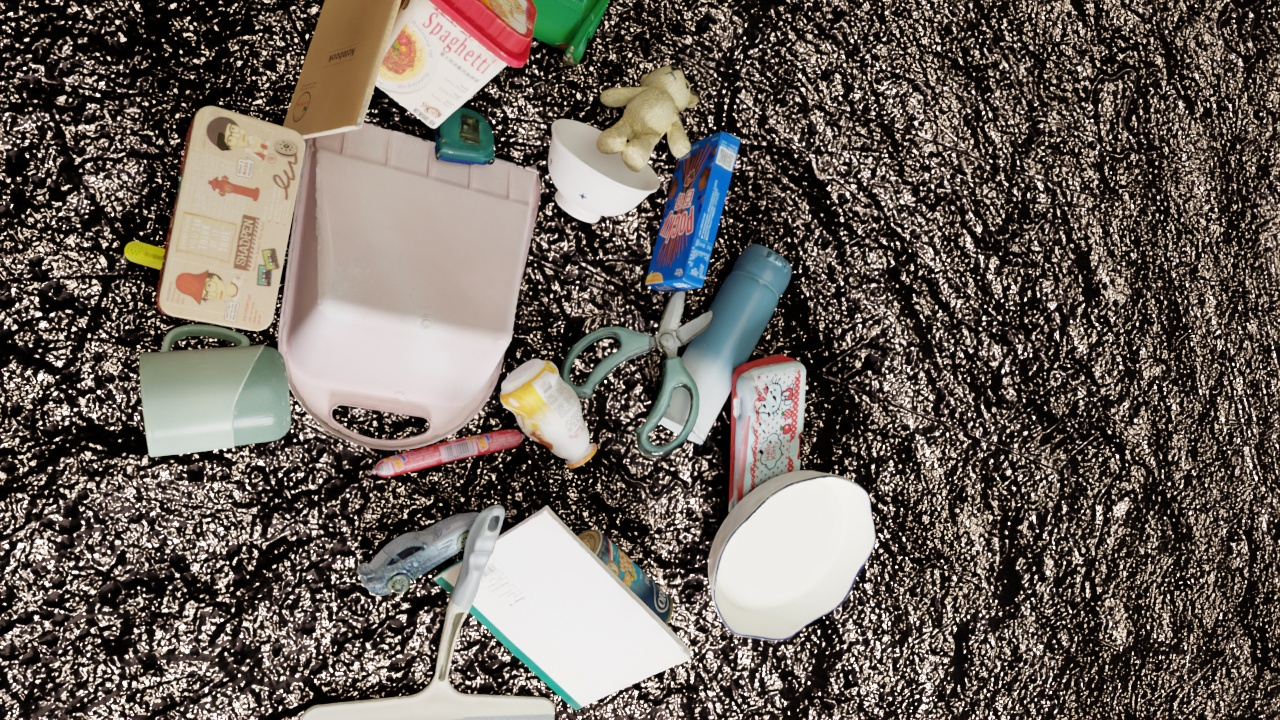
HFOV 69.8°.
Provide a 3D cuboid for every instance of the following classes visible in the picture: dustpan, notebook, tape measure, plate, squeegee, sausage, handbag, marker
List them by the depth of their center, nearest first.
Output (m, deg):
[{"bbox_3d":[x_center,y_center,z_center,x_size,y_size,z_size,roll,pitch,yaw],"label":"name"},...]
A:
[{"bbox_3d":[-0.239,-0.285,0.767,0.008,0.148,0.207,21,81,-43],"label":"notebook"},{"bbox_3d":[-0.369,-0.075,0.778,0.124,0.015,0.018,17,82,-26],"label":"marker"},{"bbox_3d":[-0.165,0.230,0.841,0.246,0.039,0.247,8,112,-27],"label":"squeegee"},{"bbox_3d":[-0.222,-0.067,0.852,0.222,0.139,0.272,13,57,-24],"label":"dustpan"},{"bbox_3d":[-0.165,-0.210,0.859,0.058,0.025,0.054,1,71,-32],"label":"tape measure"},{"bbox_3d":[-0.180,0.086,0.868,0.155,0.020,0.020,-12,96,-25],"label":"sausage"},{"bbox_3d":[-0.074,0.243,0.871,0.151,0.012,0.209,-33,109,24],"label":"notebook"},{"bbox_3d":[-0.096,-0.356,0.875,0.131,0.068,0.120,17,84,-25],"label":"handbag"},{"bbox_3d":[0.158,0.205,0.985,0.204,0.045,0.205,-13,119,-24],"label":"plate"}]

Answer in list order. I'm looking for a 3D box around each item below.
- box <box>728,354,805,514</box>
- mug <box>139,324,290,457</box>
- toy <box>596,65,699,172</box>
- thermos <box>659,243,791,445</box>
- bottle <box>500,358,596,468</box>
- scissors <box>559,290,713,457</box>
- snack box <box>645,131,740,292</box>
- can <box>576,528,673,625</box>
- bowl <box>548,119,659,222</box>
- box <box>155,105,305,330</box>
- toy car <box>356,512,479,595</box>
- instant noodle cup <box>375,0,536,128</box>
[{"bbox_3d":[0.130,0.095,0.965,0.087,0.048,0.201,-15,118,-28],"label":"box"},{"bbox_3d":[-0.351,0.019,0.758,0.106,0.082,0.111,-7,62,-25],"label":"mug"},{"bbox_3d":[0.006,-0.241,0.907,0.105,0.066,0.156,28,48,1],"label":"toy"},{"bbox_3d":[0.089,-0.021,0.968,0.070,0.070,0.220,34,78,-22],"label":"thermos"},{"bbox_3d":[-0.086,0.053,0.887,0.063,0.063,0.108,-41,106,-20],"label":"bottle"},{"bbox_3d":[-0.007,0.003,0.918,0.178,0.019,0.173,12,83,5],"label":"scissors"},{"bbox_3d":[0.052,-0.150,0.939,0.026,0.085,0.157,18,83,-25],"label":"snack box"},{"bbox_3d":[-0.031,0.229,0.909,0.111,0.075,0.075,46,72,-18],"label":"can"},{"bbox_3d":[-0.048,-0.175,0.895,0.118,0.118,0.065,22,120,-24],"label":"bowl"},{"bbox_3d":[-0.340,-0.113,0.753,0.091,0.079,0.168,12,85,-32],"label":"box"},{"bbox_3d":[-0.199,0.173,0.840,0.120,0.054,0.037,-27,104,-23],"label":"toy car"},{"bbox_3d":[-0.168,-0.281,0.799,0.116,0.124,0.116,35,32,-27],"label":"instant noodle cup"}]
